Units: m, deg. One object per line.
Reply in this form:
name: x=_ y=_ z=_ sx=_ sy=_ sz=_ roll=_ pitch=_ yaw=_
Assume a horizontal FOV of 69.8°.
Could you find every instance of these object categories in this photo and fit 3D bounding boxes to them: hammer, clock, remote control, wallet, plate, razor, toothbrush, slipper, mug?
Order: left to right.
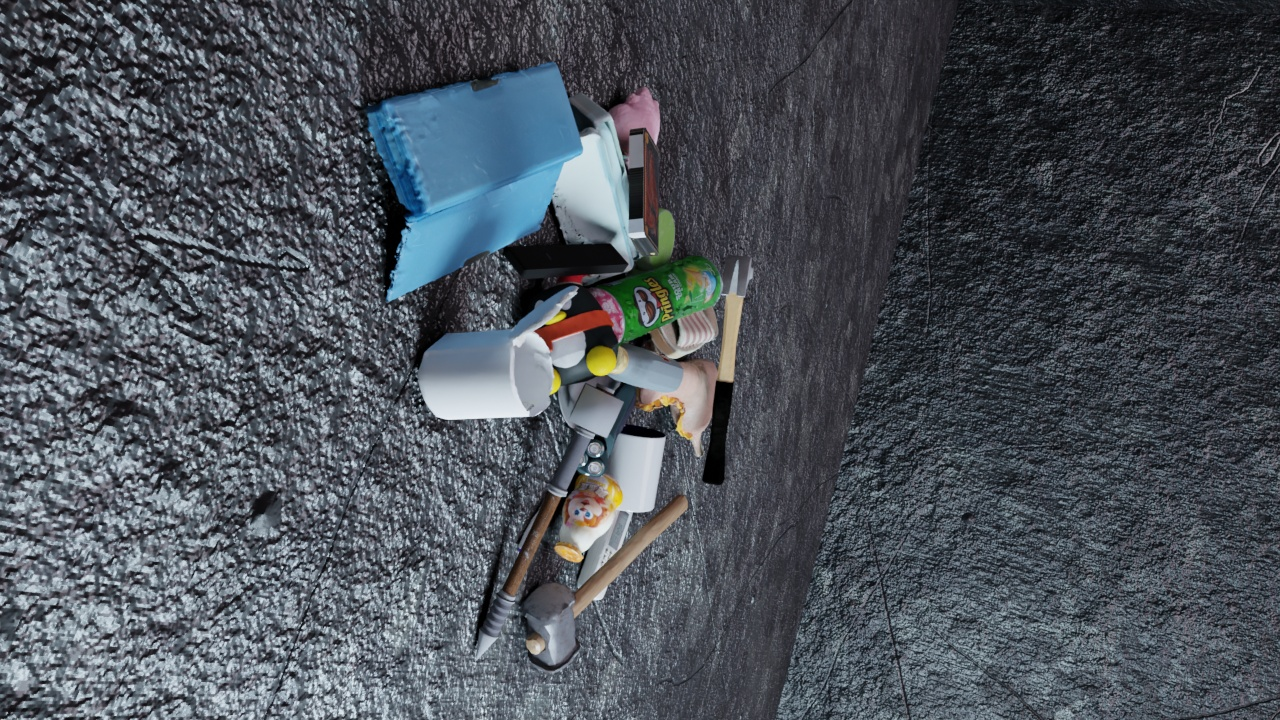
hammer: x=-0.107 y=0.174 z=0.987 sx=0.156 sy=0.043 sz=0.322 roll=174 pitch=-59 yaw=-86
toothbrush: x=-0.096 y=0.149 z=1.079 sx=0.186 sy=0.015 sz=0.016 roll=-59 pitch=149 yaw=-38
remote control: x=-0.073 y=-0.102 z=0.935 sx=0.149 sy=0.034 sz=0.013 roll=-10 pitch=143 yaw=-49
plate: x=-0.058 y=-0.004 z=1.096 sx=0.178 sy=0.012 sz=0.178 roll=12 pitch=90 yaw=-67
remote control: x=-0.047 y=0.251 z=1.231 sx=0.060 sy=0.025 sz=0.138 roll=55 pitch=51 yaw=-60
razor: x=-0.039 y=0.080 z=1.110 sx=0.052 sy=0.047 sz=0.142 roll=-60 pitch=180 yaw=44
hammer: x=-0.033 y=0.264 z=1.177 sx=0.327 sy=0.052 sz=0.098 roll=-37 pitch=134 yaw=-45
mug: x=-0.015 y=0.135 z=1.200 sx=0.112 sy=0.078 sz=0.097 roll=-122 pitch=-139 yaw=-82
wallet: x=0.004 y=-0.179 z=0.984 sx=0.072 sy=0.019 sz=0.123 roll=41 pitch=48 yaw=-68
clock: x=0.006 y=-0.145 z=1.138 sx=0.119 sy=0.043 sz=0.094 roll=-65 pitch=153 yaw=-27
slipper: x=0.066 y=-0.068 z=1.263 sx=0.262 sy=0.052 sz=0.115 roll=-12 pitch=82 yaw=-69
hammer: x=0.123 y=0.014 z=1.315 sx=0.131 sy=0.039 sz=0.328 roll=-27 pitch=123 yaw=-80

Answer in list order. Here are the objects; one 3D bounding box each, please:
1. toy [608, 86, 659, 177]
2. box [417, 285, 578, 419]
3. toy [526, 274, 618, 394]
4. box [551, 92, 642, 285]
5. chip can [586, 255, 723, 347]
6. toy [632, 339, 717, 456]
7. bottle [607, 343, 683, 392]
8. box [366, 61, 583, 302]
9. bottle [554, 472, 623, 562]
toy: x=-0.008 y=-0.262 z=1.036 sx=0.102 sy=0.050 sz=0.093 roll=39 pitch=68 yaw=-61
box: x=-0.115 y=-0.005 z=0.784 sx=0.084 sy=0.160 sz=0.119 roll=-49 pitch=134 yaw=-59
toy: x=-0.075 y=-0.032 z=0.942 sx=0.099 sy=0.097 sz=0.119 roll=1 pitch=70 yaw=-81
box: x=-0.057 y=-0.168 z=0.976 sx=0.096 sy=0.086 sz=0.199 roll=-36 pitch=141 yaw=-14
chip can: x=0.014 y=-0.071 z=1.075 sx=0.222 sy=0.075 sz=0.075 roll=-24 pitch=123 yaw=-51
toy: x=0.050 y=0.062 z=1.318 sx=0.263 sy=0.065 sz=0.196 roll=-10 pitch=105 yaw=-64
bottle: x=-0.007 y=0.006 z=1.108 sx=0.161 sy=0.072 sz=0.046 roll=18 pitch=90 yaw=-67
box: x=-0.129 y=-0.156 z=0.784 sx=0.231 sy=0.066 sz=0.173 roll=-40 pitch=140 yaw=-52
bottle: x=-0.065 y=0.188 z=1.107 sx=0.063 sy=0.063 sz=0.108 roll=75 pitch=34 yaw=-48
